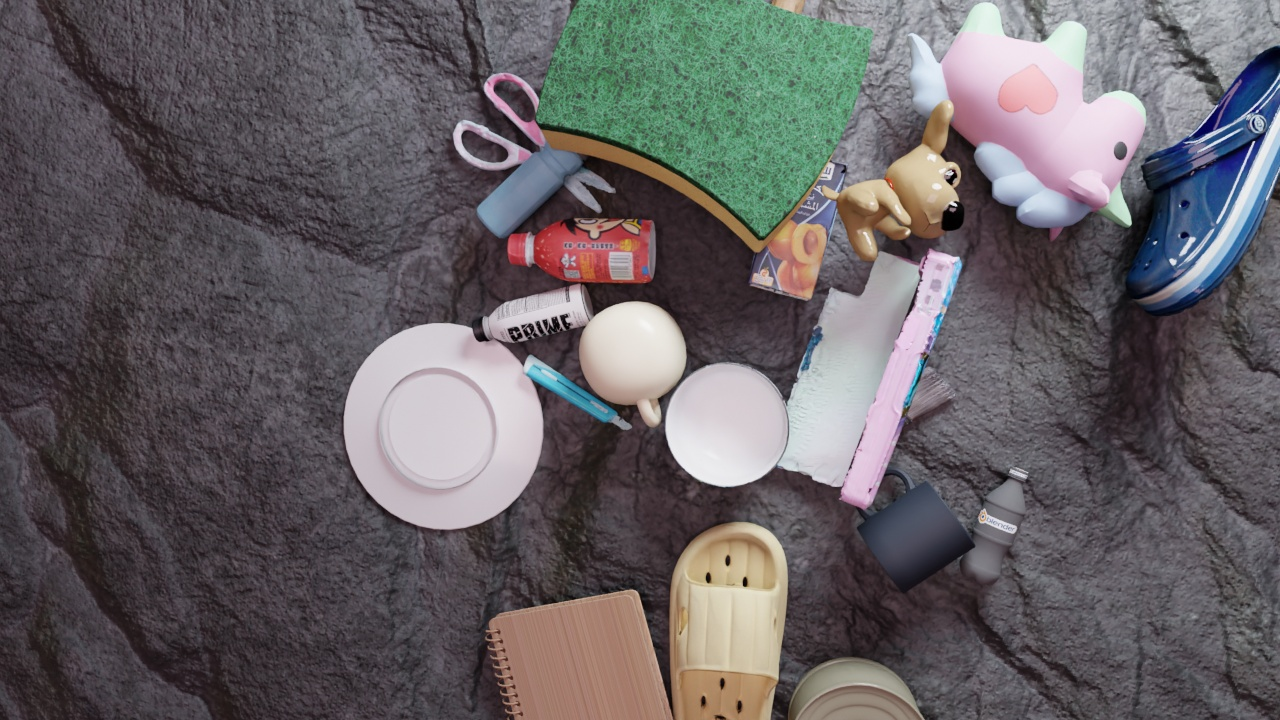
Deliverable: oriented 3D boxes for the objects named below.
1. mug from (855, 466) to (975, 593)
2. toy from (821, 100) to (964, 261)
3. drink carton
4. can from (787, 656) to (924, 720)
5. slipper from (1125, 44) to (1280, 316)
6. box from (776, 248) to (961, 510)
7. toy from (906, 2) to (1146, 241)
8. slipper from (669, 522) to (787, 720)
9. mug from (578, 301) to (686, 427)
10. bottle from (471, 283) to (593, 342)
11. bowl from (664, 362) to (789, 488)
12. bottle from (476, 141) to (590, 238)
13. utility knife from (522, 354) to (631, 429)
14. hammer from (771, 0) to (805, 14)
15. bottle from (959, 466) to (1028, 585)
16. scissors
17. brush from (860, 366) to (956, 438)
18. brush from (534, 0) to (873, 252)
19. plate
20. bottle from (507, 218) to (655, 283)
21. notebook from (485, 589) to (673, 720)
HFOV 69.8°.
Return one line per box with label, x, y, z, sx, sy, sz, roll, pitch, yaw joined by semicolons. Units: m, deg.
mug;0.242;0.148;0.842;0.077;0.071;0.105;-36;61;8
toy;0.224;-0.140;0.787;0.108;0.105;0.134;-20;134;-8
drink carton;0.145;-0.126;0.852;0.064;0.040;0.130;15;94;6
can;0.200;0.347;0.848;0.128;0.073;0.128;0;92;8
slipper;0.471;-0.157;0.775;0.095;0.105;0.252;31;87;-3
box;0.195;0.007;0.821;0.106;0.086;0.230;20;91;14
toy;0.327;-0.206;0.795;0.222;0.120;0.171;16;85;6
slipper;0.076;0.285;0.861;0.111;0.079;0.261;4;93;11
mug;-0.005;0.005;0.847;0.096;0.099;0.120;-18;90;8
bottle;-0.106;-0.042;0.889;0.116;0.041;0.041;-14;90;8
bowl;0.083;0.060;0.854;0.113;0.063;0.113;0;88;12
bottle;-0.098;-0.172;0.872;0.130;0.040;0.040;-42;87;8
utility knife;-0.061;0.034;0.899;0.124;0.015;0.022;30;54;3
hammer;0.154;-0.378;0.844;0.129;0.040;0.322;19;96;2
bottle;0.327;0.151;0.841;0.036;0.036;0.110;21;95;6
scissors;-0.107;-0.191;0.899;0.105;0.016;0.179;-44;90;7
brush;0.221;0.056;0.864;0.151;0.012;0.039;-32;87;9
brush;0.054;-0.234;0.799;0.250;0.075;0.195;28;90;5
plate;-0.201;0.067;0.919;0.209;0.015;0.208;0;92;8
bottle;-0.056;-0.105;0.869;0.137;0.062;0.062;2;93;7
notebook;-0.055;0.339;0.891;0.169;0.022;0.210;-15;90;20
